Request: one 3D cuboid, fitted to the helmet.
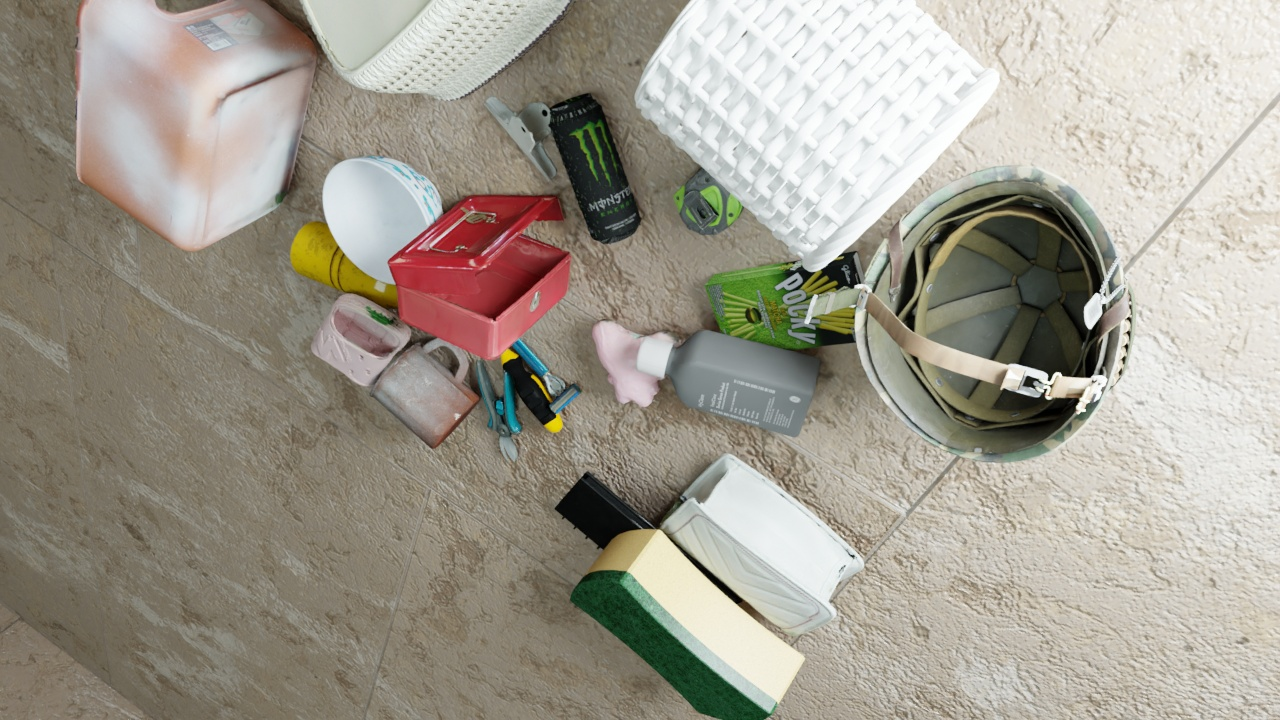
[{"bbox_3d":[0.257,-0.031,0.678,0.193,0.235,0.225,27,136,32],"label":"helmet"}]

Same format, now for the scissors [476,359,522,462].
[{"bbox_3d":[-0.171,0.061,1.141,0.130,0.019,0.151,46,131,-4],"label":"scissors"}]

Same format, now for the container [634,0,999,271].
[{"bbox_3d":[0.125,-0.196,0.676,0.187,0.188,0.190,43,132,0],"label":"container"}]

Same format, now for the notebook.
[{"bbox_3d":[0.001,0.234,1.119,0.231,0.019,0.169,40,153,1],"label":"notebook"}]

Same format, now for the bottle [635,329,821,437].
[{"bbox_3d":[0.082,0.015,0.907,0.174,0.046,0.084,15,145,8],"label":"bottle"}]

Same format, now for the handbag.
[{"bbox_3d":[0.130,0.205,1.013,0.198,0.096,0.142,38,149,2],"label":"handbag"}]

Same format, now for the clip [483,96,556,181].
[{"bbox_3d":[-0.110,-0.230,0.908,0.101,0.040,0.054,49,152,-8],"label":"clip"}]

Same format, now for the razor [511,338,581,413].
[{"bbox_3d":[-0.130,-0.004,1.073,0.042,0.022,0.144,-41,91,5],"label":"razor"}]

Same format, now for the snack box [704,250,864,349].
[{"bbox_3d":[0.142,-0.052,0.873,0.148,0.025,0.080,-6,117,34],"label":"snack box"}]

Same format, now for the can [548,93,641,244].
[{"bbox_3d":[-0.043,-0.181,0.876,0.054,0.053,0.138,-5,118,33],"label":"can"}]

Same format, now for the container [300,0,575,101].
[{"bbox_3d":[-0.181,-0.339,0.791,0.252,0.142,0.185,-23,93,39],"label":"container"}]

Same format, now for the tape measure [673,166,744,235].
[{"bbox_3d":[0.064,-0.146,0.848,0.058,0.035,0.066,44,132,-3],"label":"tape measure"}]

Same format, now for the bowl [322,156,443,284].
[{"bbox_3d":[-0.266,-0.164,1.006,0.144,0.074,0.144,16,127,21],"label":"bowl"}]

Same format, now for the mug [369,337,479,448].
[{"bbox_3d":[-0.255,0.033,1.136,0.110,0.096,0.123,41,103,-7],"label":"mug"}]

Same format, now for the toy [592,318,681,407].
[{"bbox_3d":[-0.006,0.006,0.980,0.099,0.052,0.096,11,119,19],"label":"toy"}]

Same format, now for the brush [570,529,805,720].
[{"bbox_3d":[0.047,0.313,1.074,0.250,0.075,0.195,42,152,-2],"label":"brush"}]

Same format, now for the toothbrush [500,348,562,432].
[{"bbox_3d":[-0.152,0.003,1.086,0.031,0.030,0.196,-32,98,15],"label":"toothbrush"}]

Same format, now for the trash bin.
[{"bbox_3d":[-0.477,-0.265,0.995,0.157,0.181,0.261,37,131,2],"label":"trash bin"}]

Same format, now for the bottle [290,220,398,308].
[{"bbox_3d":[-0.325,-0.106,1.084,0.164,0.070,0.071,21,129,17],"label":"bottle"}]

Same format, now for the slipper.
[{"bbox_3d":[-0.354,-0.012,1.124,0.094,0.064,0.240,35,152,-14],"label":"slipper"}]

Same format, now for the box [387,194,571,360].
[{"bbox_3d":[-0.160,-0.089,0.943,0.136,0.157,0.117,11,130,26],"label":"box"}]
